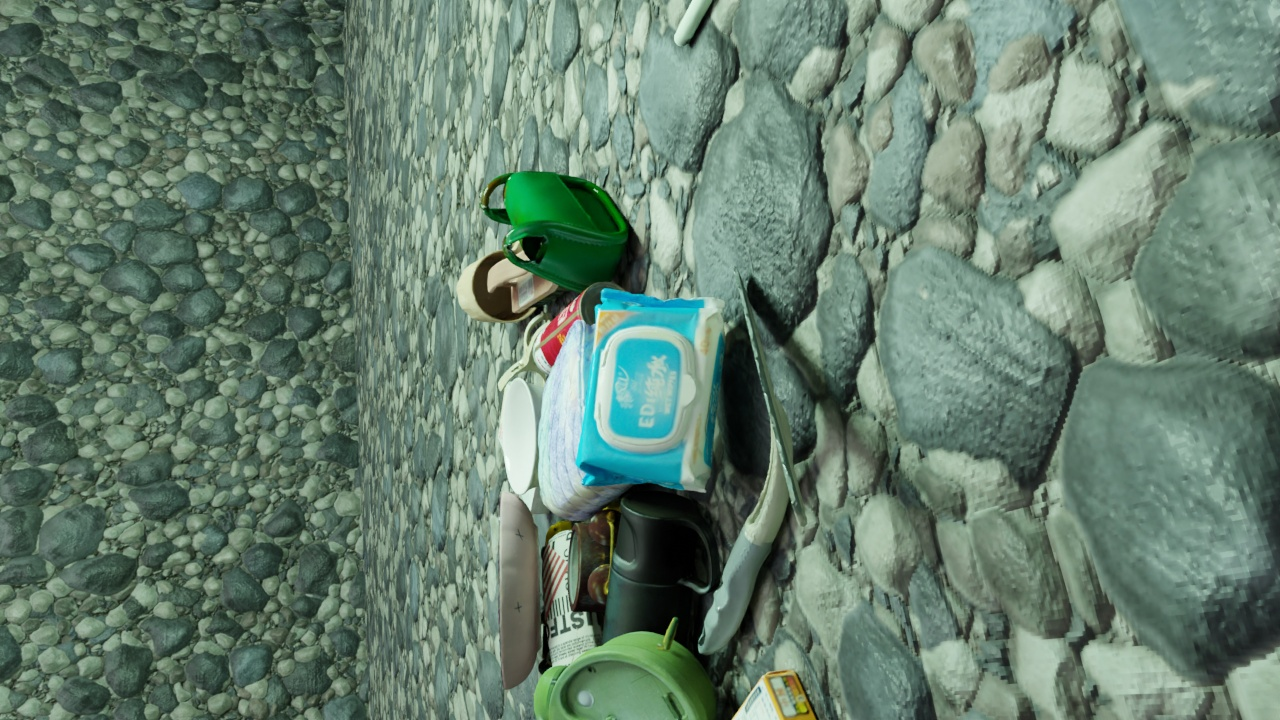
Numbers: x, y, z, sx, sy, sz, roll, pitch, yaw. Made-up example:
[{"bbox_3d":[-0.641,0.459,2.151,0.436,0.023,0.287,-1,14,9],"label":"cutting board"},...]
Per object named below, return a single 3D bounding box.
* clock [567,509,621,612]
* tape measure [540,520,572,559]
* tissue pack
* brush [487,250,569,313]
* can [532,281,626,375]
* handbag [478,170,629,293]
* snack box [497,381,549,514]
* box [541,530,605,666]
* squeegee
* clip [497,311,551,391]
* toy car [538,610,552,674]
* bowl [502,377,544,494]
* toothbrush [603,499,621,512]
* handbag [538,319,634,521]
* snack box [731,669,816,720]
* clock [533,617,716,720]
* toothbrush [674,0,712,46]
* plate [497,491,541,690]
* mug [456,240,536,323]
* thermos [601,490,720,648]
[{"bbox_3d":[-0.029,0.173,0.778,0.122,0.055,0.082,115,157,-63],"label":"clock"},{"bbox_3d":[-0.085,0.201,0.960,0.057,0.028,0.060,130,135,-57],"label":"tape measure"},{"bbox_3d":[0.008,0.021,0.632,0.063,0.090,0.140,55,-138,-74],"label":"tissue pack"},{"bbox_3d":[-0.113,-0.093,0.970,0.146,0.073,0.063,164,106,-64],"label":"brush"},{"bbox_3d":[-0.054,-0.024,0.834,0.133,0.053,0.053,146,121,-60],"label":"can"},{"bbox_3d":[-0.079,-0.120,0.837,0.068,0.120,0.131,-68,29,30],"label":"handbag"},{"bbox_3d":[-0.132,0.099,1.070,0.156,0.026,0.085,-125,41,-53],"label":"snack box"},{"bbox_3d":[-0.042,0.239,0.857,0.075,0.077,0.163,-37,51,37],"label":"box"},{"bbox_3d":[0.072,0.105,0.590,0.246,0.039,0.247,-93,9,-58],"label":"squeegee"},{"bbox_3d":[-0.115,-0.005,1.022,0.034,0.060,0.097,47,121,56],"label":"clip"},{"bbox_3d":[-0.085,0.288,0.947,0.043,0.036,0.091,119,151,-52],"label":"toy car"},{"bbox_3d":[-0.095,0.077,0.938,0.118,0.064,0.118,180,90,-67],"label":"bowl"},{"bbox_3d":[-0.045,0.138,0.882,0.190,0.016,0.015,168,102,-66],"label":"toothbrush"},{"bbox_3d":[-0.037,0.053,0.766,0.194,0.075,0.134,128,144,-67],"label":"handbag"},{"bbox_3d":[0.098,0.272,0.544,0.153,0.026,0.075,-114,33,-43],"label":"snack box"},{"bbox_3d":[-0.014,0.260,0.657,0.161,0.056,0.116,-34,83,23],"label":"clock"},{"bbox_3d":[0.062,-0.292,0.639,0.020,0.029,0.190,42,145,5],"label":"toothbrush"},{"bbox_3d":[-0.120,0.227,0.918,0.192,0.039,0.192,177,91,-83],"label":"plate"},{"bbox_3d":[-0.162,-0.103,1.090,0.124,0.084,0.104,-67,21,-8],"label":"mug"},{"bbox_3d":[0.009,0.227,0.704,0.090,0.068,0.243,18,108,42],"label":"thermos"}]
